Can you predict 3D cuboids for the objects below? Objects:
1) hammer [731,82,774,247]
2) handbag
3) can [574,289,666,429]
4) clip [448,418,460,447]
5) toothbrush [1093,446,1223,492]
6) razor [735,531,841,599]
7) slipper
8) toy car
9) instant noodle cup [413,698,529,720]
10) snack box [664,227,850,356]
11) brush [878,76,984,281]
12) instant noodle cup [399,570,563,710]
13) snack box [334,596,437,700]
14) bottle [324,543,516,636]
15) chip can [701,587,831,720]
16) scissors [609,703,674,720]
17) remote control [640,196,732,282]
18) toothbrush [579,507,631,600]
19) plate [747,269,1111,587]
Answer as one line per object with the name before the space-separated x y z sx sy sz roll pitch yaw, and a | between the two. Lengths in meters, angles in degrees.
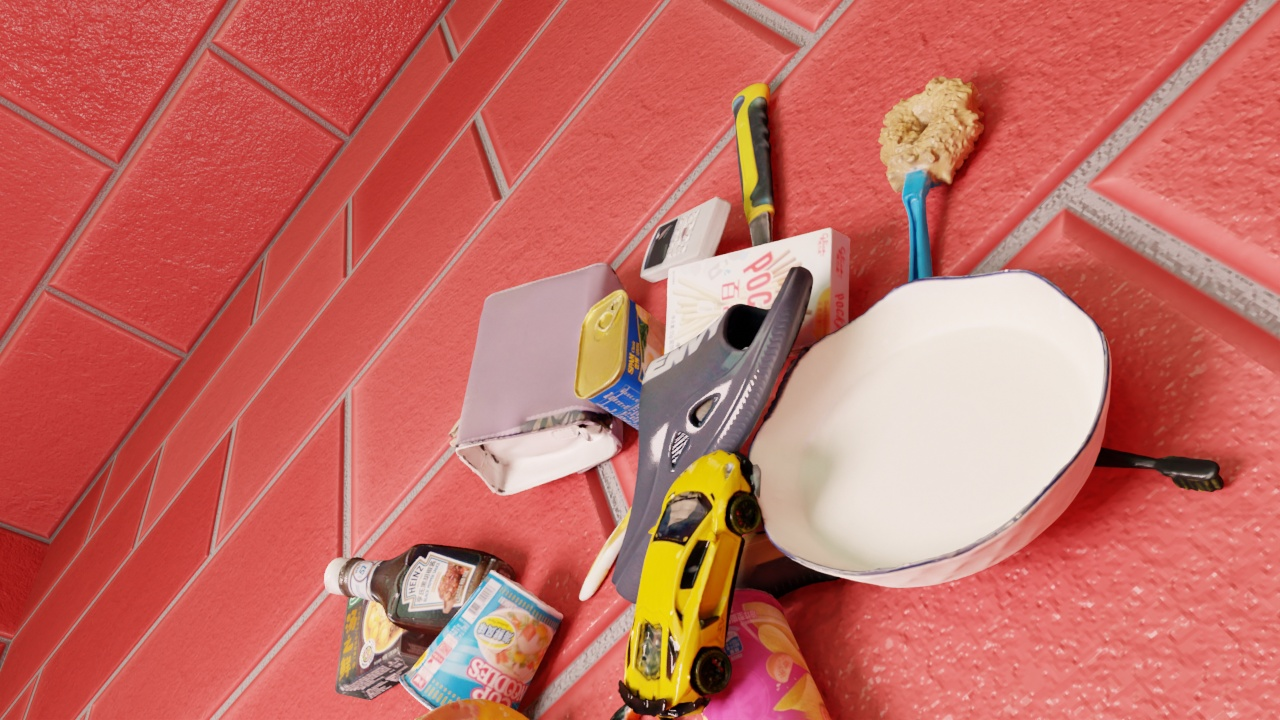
hammer | 0.102 -0.137 0.810 0.126 0.032 0.322 -32 39 33
handbag | -0.082 0.014 0.860 0.145 0.098 0.196 -20 43 22
can | -0.005 0.005 0.778 0.057 0.083 0.101 -31 39 34
clip | -0.160 0.064 0.989 0.100 0.034 0.071 -39 34 12
toothbrush | 0.206 0.048 0.509 0.026 0.027 0.213 -51 29 -22
razor | 0.097 0.116 0.571 0.168 0.062 0.067 -26 66 32
slipper | 0.028 0.047 0.624 0.269 0.083 0.110 -63 -5 22
toy car | 0.027 0.124 0.524 0.071 0.041 0.155 -9 62 60
instant noodle cup | -0.130 0.320 0.628 0.110 0.138 0.137 -45 32 32
snack box | 0.084 -0.042 0.694 0.157 0.026 0.084 -10 72 44
brush | 0.198 -0.095 0.642 0.083 0.046 0.254 -14 54 42
instant noodle cup | -0.120 0.231 0.730 0.099 0.099 0.109 11 64 56
snack box | -0.248 0.259 0.919 0.113 0.053 0.125 -36 42 29
bottle | -0.210 0.208 0.848 0.195 0.044 0.079 -1 57 28
chip can | 0.078 0.221 0.482 0.071 0.071 0.210 -46 33 16
scissors | 0.025 0.275 0.538 0.235 0.021 0.141 -6 54 57
remote control | 0.038 -0.109 0.842 0.150 0.021 0.058 -8 60 69
toothbrush | -0.001 0.109 0.740 0.191 0.018 0.016 -59 30 -4
plate | 0.156 0.037 0.509 0.205 0.045 0.204 -33 30 22
